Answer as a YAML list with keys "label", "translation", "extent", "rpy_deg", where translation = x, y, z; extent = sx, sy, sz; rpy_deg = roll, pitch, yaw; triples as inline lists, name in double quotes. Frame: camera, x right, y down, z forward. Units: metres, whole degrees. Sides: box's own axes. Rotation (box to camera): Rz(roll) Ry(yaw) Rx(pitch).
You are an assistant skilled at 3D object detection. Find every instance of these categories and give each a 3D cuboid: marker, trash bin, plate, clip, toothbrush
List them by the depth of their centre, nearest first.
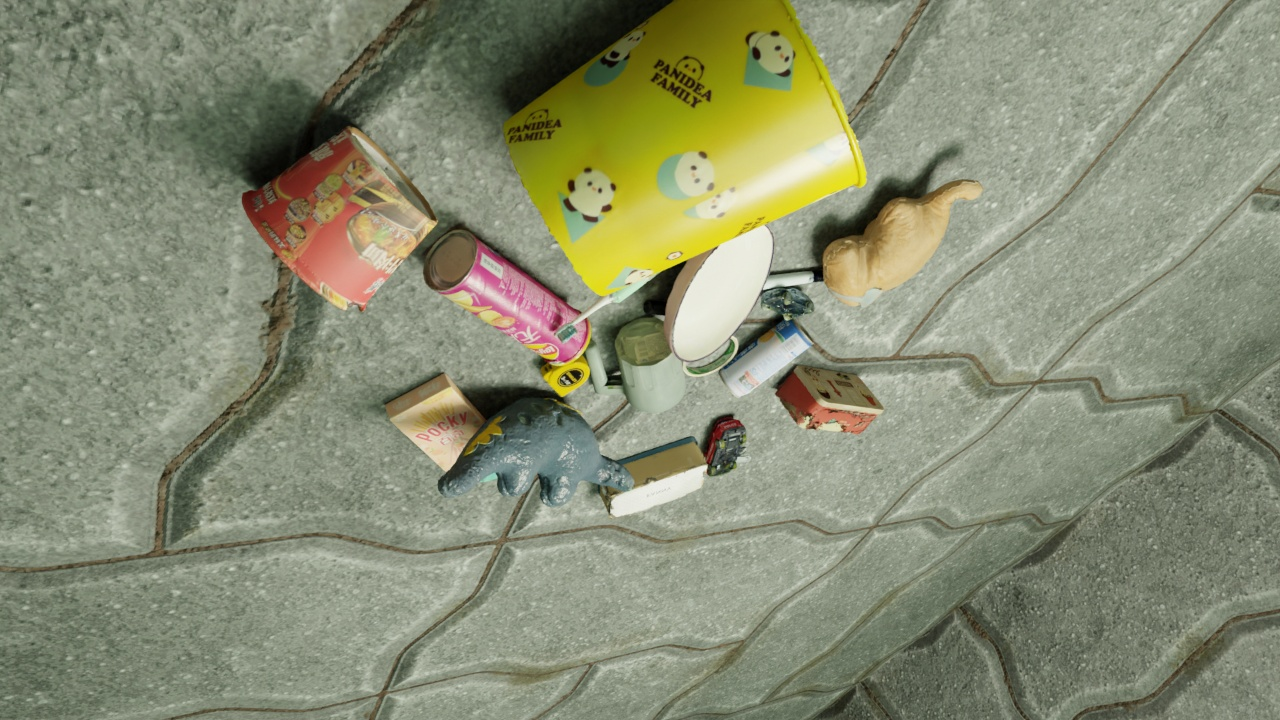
- label: "trash bin"
  translation: [0.033, -0.197, 0.820]
  extent: [0.255, 0.229, 0.229]
  rpy_deg: [-27, 146, 10]
- label: "toothbrush"
  translation: [-0.008, -0.093, 1.033]
  extent: [0.224, 0.027, 0.026]
  rpy_deg: [-38, 160, -15]
- label: "plate"
  translation: [0.089, -0.089, 1.108]
  extent: [0.192, 0.039, 0.193]
  rpy_deg: [-39, 149, -29]
- label: "marker"
  translation: [0.061, -0.063, 1.178]
  extent: [0.131, 0.020, 0.022]
  rpy_deg: [4, 179, -37]
- label: "marker"
  translation: [0.199, -0.107, 1.219]
  extent: [0.130, 0.018, 0.023]
  rpy_deg: [-9, 151, -25]
- label: "clip"
  translation: [0.156, 0.162, 1.543]
  extent: [0.057, 0.029, 0.025]
  rpy_deg: [-10, 141, -7]

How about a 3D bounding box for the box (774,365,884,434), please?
- label: "box"
  translation: [0.296, 0.071, 1.452]
  extent: [0.168, 0.091, 0.077]
  rpy_deg: [8, 129, -41]

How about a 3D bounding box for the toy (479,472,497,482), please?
- label: "toy"
  translation: [-0.189, 0.135, 1.258]
  extent: [0.092, 0.030, 0.096]
  rpy_deg: [-29, 140, -2]

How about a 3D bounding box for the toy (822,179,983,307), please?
- label: "toy"
  translation: [0.339, -0.157, 1.195]
  extent: [0.226, 0.082, 0.143]
  rpy_deg: [-35, 153, 7]

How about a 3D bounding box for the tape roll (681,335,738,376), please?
- label: "tape roll"
  translation: [0.095, -0.010, 1.277]
  extent: [0.085, 0.014, 0.086]
  rpy_deg: [-19, 145, -14]

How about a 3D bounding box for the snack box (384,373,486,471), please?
- label: "snack box"
  translation: [-0.245, 0.081, 1.151]
  extent: [0.084, 0.026, 0.157]
  rpy_deg: [-28, 146, 0]

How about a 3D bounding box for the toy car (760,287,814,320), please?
- label: "toy car"
  translation: [0.198, -0.079, 1.233]
  extent: [0.043, 0.034, 0.090]
  rpy_deg: [-14, 162, 41]

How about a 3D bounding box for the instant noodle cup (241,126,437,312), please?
- label: "instant noodle cup"
  translation: [-0.252, -0.127, 0.791]
  extent: [0.108, 0.138, 0.138]
  rpy_deg: [-41, 145, 3]

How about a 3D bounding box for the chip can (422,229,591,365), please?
- label: "chip can"
  translation: [-0.139, -0.064, 0.996]
  extent: [0.071, 0.071, 0.210]
  rpy_deg: [-37, 144, 13]

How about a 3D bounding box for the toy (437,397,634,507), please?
- label: "toy"
  translation: [-0.125, 0.118, 1.192]
  extent: [0.092, 0.137, 0.355]
  rpy_deg: [-14, 163, 34]

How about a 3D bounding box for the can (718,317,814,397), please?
- label: "can"
  translation: [0.177, -0.005, 1.305]
  extent: [0.135, 0.053, 0.053]
  rpy_deg: [-38, 145, 15]

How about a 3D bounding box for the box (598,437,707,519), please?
- label: "box"
  translation: [0.025, 0.184, 1.446]
  extent: [0.184, 0.059, 0.090]
  rpy_deg: [-17, 145, -18]

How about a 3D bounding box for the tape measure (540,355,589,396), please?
- label: "tape measure"
  translation: [-0.095, 0.013, 1.164]
  extent: [0.057, 0.029, 0.060]
  rpy_deg: [-31, 146, 6]

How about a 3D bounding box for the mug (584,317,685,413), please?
- label: "mug"
  translation: [-0.007, 0.007, 1.183]
  extent: [0.124, 0.083, 0.103]
  rpy_deg: [-3, 144, 7]

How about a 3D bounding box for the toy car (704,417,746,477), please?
- label: "toy car"
  translation: [0.134, 0.139, 1.470]
  extent: [0.052, 0.045, 0.121]
  rpy_deg: [-9, 137, -22]
